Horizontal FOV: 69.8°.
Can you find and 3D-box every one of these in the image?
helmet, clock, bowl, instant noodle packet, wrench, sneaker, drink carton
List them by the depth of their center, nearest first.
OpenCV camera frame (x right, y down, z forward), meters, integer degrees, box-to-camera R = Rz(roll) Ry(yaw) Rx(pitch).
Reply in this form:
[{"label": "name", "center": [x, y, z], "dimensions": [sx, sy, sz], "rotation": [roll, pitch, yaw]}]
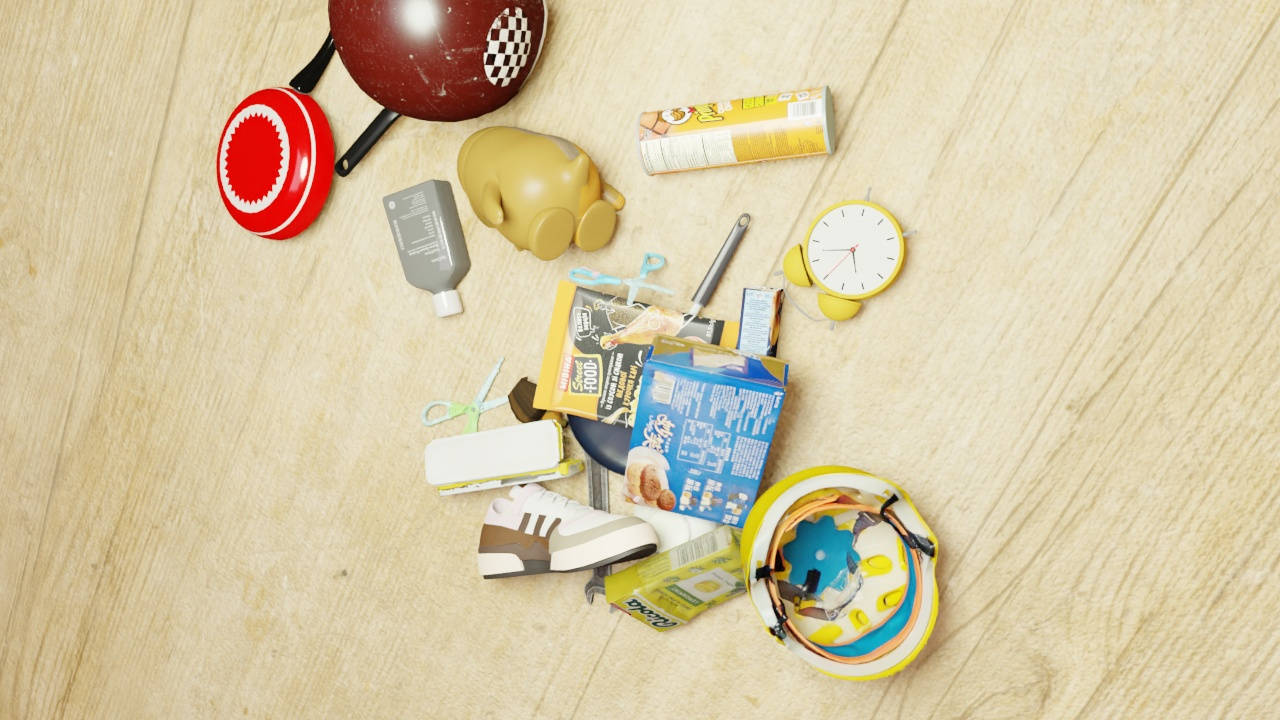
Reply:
[{"label": "clock", "center": [0.230, -0.114, 1.035], "dimensions": [0.113, 0.052, 0.152], "rotation": [46, 105, 9]}, {"label": "helmet", "center": [0.215, 0.226, 1.036], "dimensions": [0.209, 0.139, 0.240], "rotation": [-29, 103, -3]}, {"label": "helmet", "center": [-0.217, -0.391, 1.041], "dimensions": [0.234, 0.252, 0.234], "rotation": [14, 112, 24]}, {"label": "drink carton", "center": [0.137, -0.020, 1.072], "dimensions": [0.040, 0.064, 0.130], "rotation": [9, 101, 17]}, {"label": "instant noodle packet", "center": [-0.007, 0.007, 1.096], "dimensions": [0.221, 0.032, 0.160], "rotation": [14, 103, 2]}, {"label": "bowl", "center": [0.041, 0.203, 1.138], "dimensions": [0.113, 0.063, 0.113], "rotation": [3, 99, 20]}, {"label": "sneaker", "center": [-0.097, 0.202, 1.150], "dimensions": [0.295, 0.111, 0.116], "rotation": [-17, 78, 44]}, {"label": "wrench", "center": [-0.054, 0.197, 1.200], "dimensions": [0.070, 0.010, 0.273], "rotation": [0, 97, 20]}]

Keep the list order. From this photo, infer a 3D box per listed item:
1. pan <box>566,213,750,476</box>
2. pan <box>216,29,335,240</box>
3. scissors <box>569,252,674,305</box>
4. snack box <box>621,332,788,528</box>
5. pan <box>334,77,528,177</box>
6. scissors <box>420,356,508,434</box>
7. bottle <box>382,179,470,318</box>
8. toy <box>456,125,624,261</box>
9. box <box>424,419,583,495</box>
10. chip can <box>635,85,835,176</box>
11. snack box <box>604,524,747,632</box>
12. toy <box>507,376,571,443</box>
[{"label": "pan", "center": [0.043, -0.019, 1.114], "dimensions": [0.199, 0.021, 0.357], "rotation": [28, 103, -1]}, {"label": "pan", "center": [-0.476, -0.337, 1.249], "dimensions": [0.209, 0.067, 0.357], "rotation": [32, 106, 27]}, {"label": "scissors", "center": [-0.012, -0.101, 1.090], "dimensions": [0.135, 0.135, 0.015], "rotation": [20, 129, 21]}, {"label": "snack box", "center": [0.070, 0.083, 1.047], "dimensions": [0.155, 0.069, 0.203], "rotation": [12, 124, 4]}, {"label": "pan", "center": [-0.274, -0.364, 1.187], "dimensions": [0.356, 0.044, 0.204], "rotation": [-41, 83, 20]}, {"label": "scissors", "center": [-0.221, 0.072, 1.244], "dimensions": [0.171, 0.028, 0.139], "rotation": [-21, 88, 25]}, {"label": "bottle", "center": [-0.275, -0.143, 1.216], "dimensions": [0.084, 0.046, 0.174], "rotation": [-14, 92, 21]}, {"label": "toy", "center": [-0.143, -0.207, 1.113], "dimensions": [0.203, 0.198, 0.163], "rotation": [34, 126, 32]}, {"label": "box", "center": [-0.176, 0.133, 1.204], "dimensions": [0.210, 0.080, 0.079], "rotation": [-11, 74, 25]}, {"label": "chip can", "center": [0.108, -0.260, 1.046], "dimensions": [0.215, 0.075, 0.075], "rotation": [-3, 96, 20]}, {"label": "snack box", "center": [0.063, 0.267, 1.112], "dimensions": [0.181, 0.121, 0.045], "rotation": [-28, 45, 20]}, {"label": "toy", "center": [-0.126, 0.066, 1.188], "dimensions": [0.100, 0.062, 0.076], "rotation": [44, 142, -5]}]
